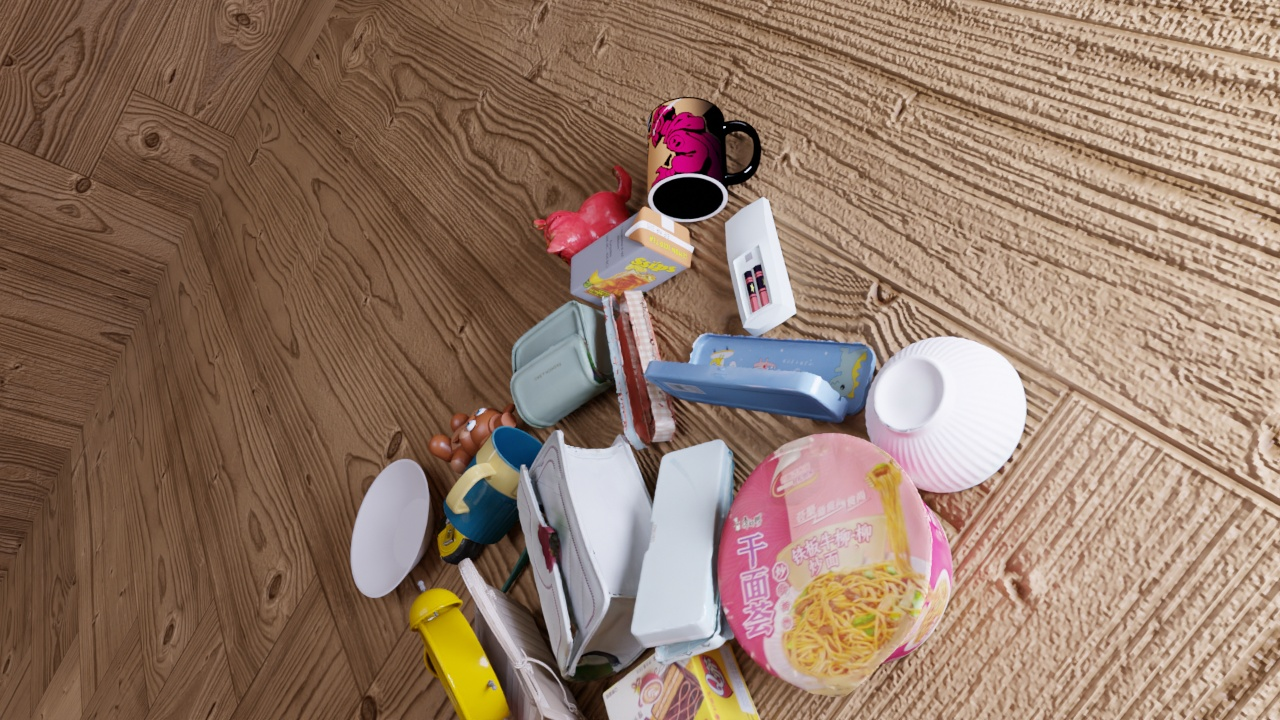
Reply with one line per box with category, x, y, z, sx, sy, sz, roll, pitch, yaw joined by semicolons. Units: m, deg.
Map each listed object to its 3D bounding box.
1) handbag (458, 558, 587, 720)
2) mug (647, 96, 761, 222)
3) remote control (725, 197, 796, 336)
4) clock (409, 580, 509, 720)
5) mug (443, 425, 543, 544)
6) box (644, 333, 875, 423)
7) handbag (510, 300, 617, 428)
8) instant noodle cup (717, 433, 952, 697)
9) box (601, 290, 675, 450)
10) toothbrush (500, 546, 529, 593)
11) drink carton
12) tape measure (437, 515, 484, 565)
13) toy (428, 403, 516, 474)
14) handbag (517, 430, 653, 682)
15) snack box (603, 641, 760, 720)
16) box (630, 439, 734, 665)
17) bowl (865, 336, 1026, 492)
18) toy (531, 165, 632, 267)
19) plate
handbag;-0.122;0.253;0.829;0.062;0.198;0.175;-28;41;-13
mug;0.066;-0.210;0.947;0.118;0.082;0.098;-7;63;15
remote control;0.109;-0.091;0.873;0.050;0.024;0.143;-32;51;33
clock;-0.167;0.274;0.841;0.052;0.114;0.152;-25;39;-21
mug;-0.163;0.136;0.990;0.083;0.113;0.107;48;111;21
box;0.096;0.005;0.804;0.209;0.074;0.077;5;71;48
handbag;-0.082;0.004;1.001;0.122;0.067;0.106;-32;52;33
instant noodle cup;0.149;0.149;0.674;0.179;0.077;0.178;-22;58;39
box;-0.011;0.007;0.935;0.058;0.062;0.188;90;170;-51
toothbrush;-0.122;0.202;0.986;0.190;0.016;0.017;-58;39;9
drink carton;-0.012;-0.106;0.975;0.125;0.076;0.048;-27;53;42
tape measure;-0.209;0.202;1.064;0.066;0.037;0.064;-33;49;32
toy;-0.188;0.083;1.066;0.128;0.065;0.094;-31;23;50
handbag;-0.053;0.178;0.856;0.142;0.096;0.198;-59;39;35
snack box;0.032;0.286;0.744;0.106;0.061;0.083;-45;43;23
box;0.043;0.150;0.764;0.083;0.066;0.198;-44;21;34
bowl;0.212;0.033;0.673;0.118;0.062;0.118;-23;56;38
toy;-0.056;-0.161;1.034;0.133;0.094;0.088;-58;40;7
plate;-0.303;0.214;1.161;0.174;0.036;0.173;-23;56;39
